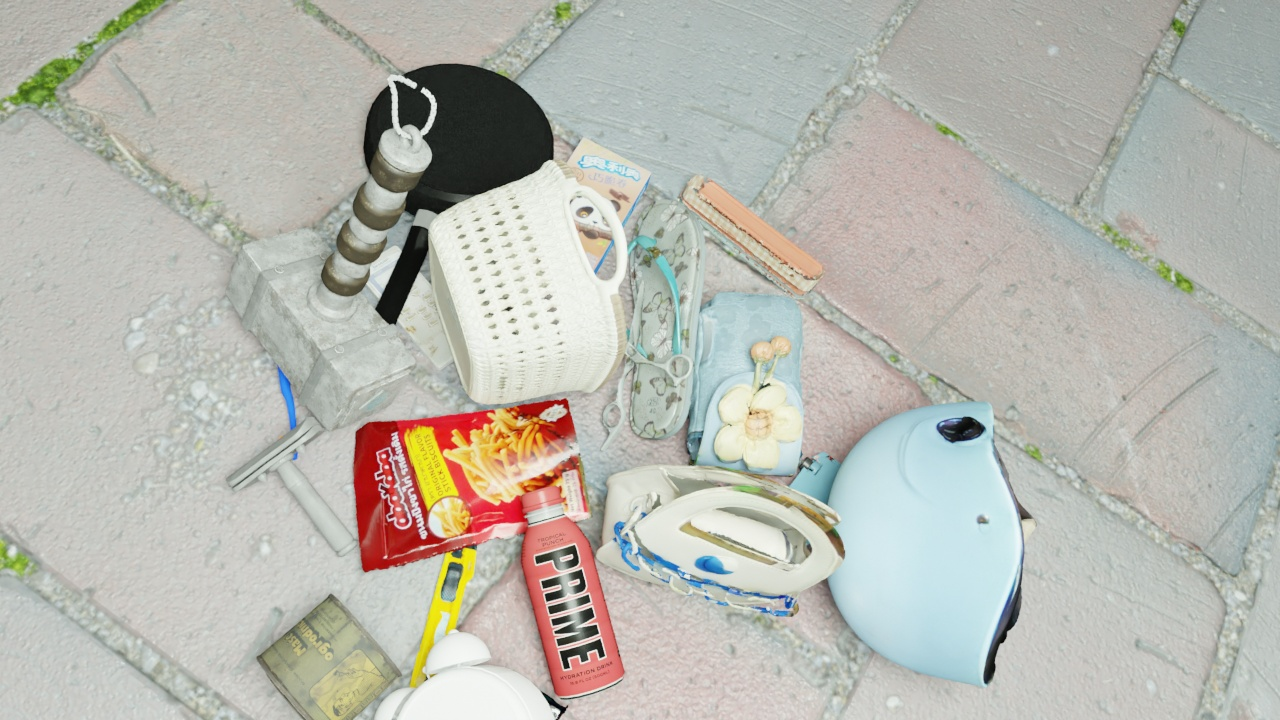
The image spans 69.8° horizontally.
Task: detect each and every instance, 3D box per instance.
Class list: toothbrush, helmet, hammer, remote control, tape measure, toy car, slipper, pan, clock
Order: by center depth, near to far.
[{"bbox_3d":[-0.130,0.306,0.728,0.125,0.073,0.161,-47,66,1],"label":"clock"},{"bbox_3d":[-0.234,-0.093,0.763,0.177,0.327,0.079,50,42,9],"label":"hammer"},{"bbox_3d":[-0.103,0.303,0.776,0.062,0.034,0.061,32,65,3],"label":"tape measure"},{"bbox_3d":[0.253,0.148,0.828,0.167,0.226,0.264,8,39,14],"label":"helmet"},{"bbox_3d":[-0.340,0.008,0.863,0.018,0.016,0.182,-12,70,-12],"label":"toothbrush"},{"bbox_3d":[0.166,0.141,0.913,0.060,0.028,0.107,40,54,6],"label":"toy car"},{"bbox_3d":[-0.224,-0.054,0.919,0.050,0.011,0.136,-38,79,-24],"label":"remote control"},{"bbox_3d":[0.017,-0.055,0.922,0.054,0.098,0.268,23,59,-44],"label":"slipper"},{"bbox_3d":[-0.210,-0.173,0.950,0.204,0.044,0.354,18,60,-5],"label":"pan"}]

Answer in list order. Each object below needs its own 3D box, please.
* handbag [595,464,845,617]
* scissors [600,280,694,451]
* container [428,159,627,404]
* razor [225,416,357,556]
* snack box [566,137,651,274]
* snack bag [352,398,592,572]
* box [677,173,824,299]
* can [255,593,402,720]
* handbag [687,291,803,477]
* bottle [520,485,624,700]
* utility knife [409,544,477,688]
[{"bbox_3d":[0.072,0.153,0.782,0.200,0.200,0.092,21,62,-20],"label":"handbag"},{"bbox_3d":[-0.012,0.007,0.900,0.142,0.014,0.175,20,92,36],"label":"scissors"},{"bbox_3d":[-0.103,-0.056,0.819,0.142,0.247,0.184,-17,79,-15],"label":"container"},{"bbox_3d":[-0.291,0.122,0.806,0.088,0.047,0.116,-36,93,2],"label":"razor"},{"bbox_3d":[-0.059,-0.163,0.992,0.087,0.034,0.151,28,64,0],"label":"snack box"},{"bbox_3d":[-0.157,0.109,0.847,0.208,0.067,0.138,-10,70,-8],"label":"snack bag"},{"bbox_3d":[0.123,-0.142,1.018,0.187,0.056,0.059,38,96,7],"label":"box"},{"bbox_3d":[-0.250,0.246,0.736,0.090,0.090,0.074,45,65,9],"label":"can"},{"bbox_3d":[0.108,0.019,0.903,0.121,0.119,0.191,8,70,-6],"label":"handbag"},{"bbox_3d":[-0.066,0.197,0.797,0.062,0.062,0.176,-14,83,-18],"label":"bottle"},{"bbox_3d":[-0.172,0.228,0.805,0.030,0.017,0.151,9,67,4],"label":"utility knife"}]
